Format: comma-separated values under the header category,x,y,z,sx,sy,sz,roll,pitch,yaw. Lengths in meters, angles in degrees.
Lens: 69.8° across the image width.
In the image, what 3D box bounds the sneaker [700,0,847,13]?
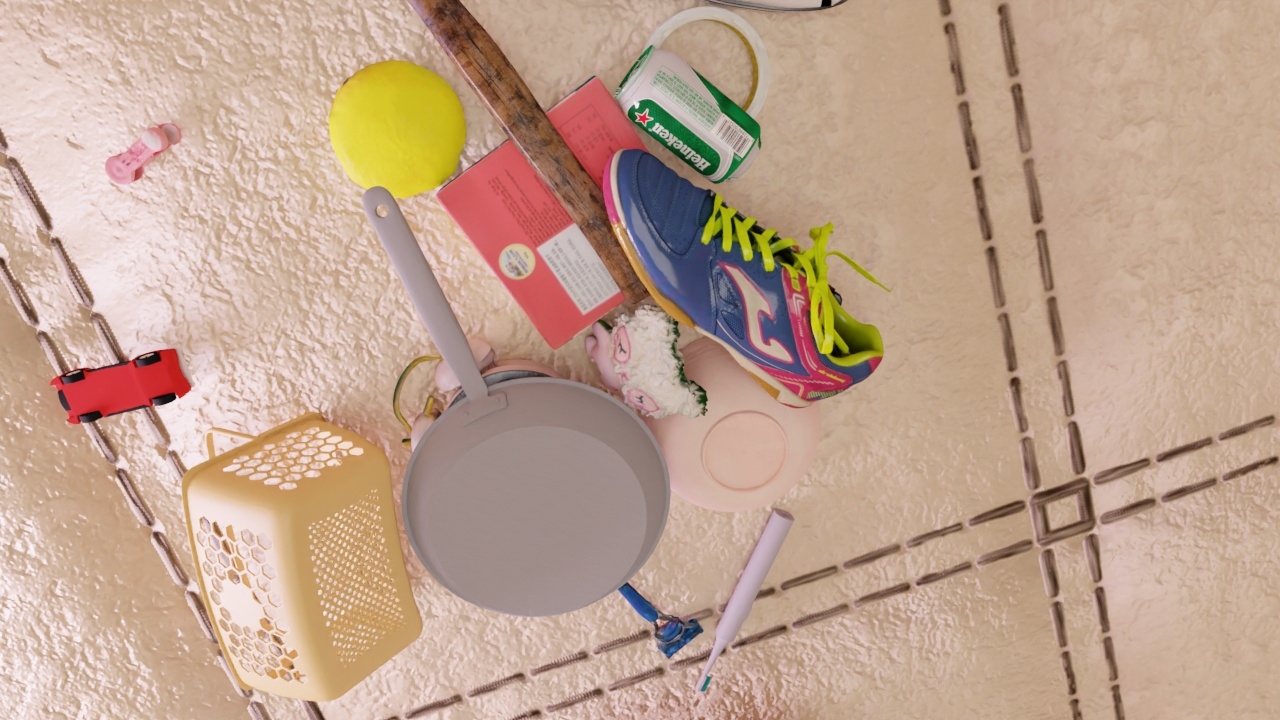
category,x,y,z,sx,sy,sz,roll,pitch,yaw
sneaker,0.044,-0.280,0.590,0.245,0.097,0.091,5,108,-14

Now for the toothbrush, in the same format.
category,x,y,z,sx,sy,sz,roll,pitch,yaw
toothbrush,0.088,0.215,0.806,0.019,0.018,0.188,20,105,-11

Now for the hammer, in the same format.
category,x,y,z,sx,sy,sz,roll,pitch,yaw
hammer,-0.083,-0.181,0.610,0.120,0.033,0.330,-37,103,5

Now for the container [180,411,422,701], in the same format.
category,x,y,z,sx,sy,sz,roll,pitch,yaw
container,-0.265,0.145,0.688,0.167,0.128,0.183,7,113,33

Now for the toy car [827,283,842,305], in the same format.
category,x,y,z,sx,sy,sz,roll,pitch,yaw
toy car,0.142,-0.019,0.723,0.036,0.042,0.092,-5,110,18

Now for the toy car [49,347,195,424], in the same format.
category,x,y,z,sx,sy,sz,roll,pitch,yaw
toy car,-0.384,0.018,0.681,0.089,0.025,0.038,-13,109,-2

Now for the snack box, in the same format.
category,x,y,z,sx,sy,sz,roll,pitch,yaw
snack box,-0.049,-0.106,0.671,0.145,0.040,0.142,-35,109,5

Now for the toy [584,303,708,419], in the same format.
category,x,y,z,sx,sy,sz,roll,pitch,yaw
toy,-0.004,0.004,0.684,0.041,0.109,0.096,-31,109,-35

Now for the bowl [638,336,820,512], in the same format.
category,x,y,z,sx,sy,sz,roll,pitch,yaw
bowl,0.076,0.059,0.722,0.153,0.076,0.153,-2,108,-6

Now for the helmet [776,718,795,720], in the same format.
category,x,y,z,sx,sy,sz,roll,pitch,yaw
helmet,0.043,0.436,0.763,0.314,0.231,0.236,-29,78,-1

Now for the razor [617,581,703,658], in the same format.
category,x,y,z,sx,sy,sz,roll,pitch,yaw
razor,-0.005,0.206,0.792,0.044,0.018,0.141,-41,108,8

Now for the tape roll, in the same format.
category,x,y,z,sx,sy,sz,roll,pitch,yaw
tape roll,0.045,-0.204,0.660,0.094,0.019,0.094,-2,108,-6

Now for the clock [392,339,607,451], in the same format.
category,x,y,z,sx,sy,sz,roll,pitch,yaw
clock,-0.112,0.048,0.705,0.158,0.058,0.117,20,104,-13

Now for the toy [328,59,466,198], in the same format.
category,x,y,z,sx,sy,sz,roll,pitch,yaw
toy,-0.169,-0.161,0.639,0.094,0.041,0.095,40,99,-23

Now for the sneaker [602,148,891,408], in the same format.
category,x,y,z,sx,sy,sz,roll,pitch,yaw
sneaker,0.078,-0.067,0.631,0.091,0.116,0.242,-28,122,38

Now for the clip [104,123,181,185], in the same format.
category,x,y,z,sx,sy,sz,roll,pitch,yaw
clip,-0.342,-0.141,0.628,0.060,0.045,0.023,-38,106,-8

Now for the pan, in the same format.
category,x,y,z,sx,sy,sz,roll,pitch,yaw
pan,-0.106,0.044,0.653,0.201,0.050,0.357,-24,111,1

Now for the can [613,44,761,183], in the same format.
category,x,y,z,sx,sy,sz,roll,pitch,yaw
can,0.034,-0.167,0.632,0.101,0.053,0.053,35,101,-16
